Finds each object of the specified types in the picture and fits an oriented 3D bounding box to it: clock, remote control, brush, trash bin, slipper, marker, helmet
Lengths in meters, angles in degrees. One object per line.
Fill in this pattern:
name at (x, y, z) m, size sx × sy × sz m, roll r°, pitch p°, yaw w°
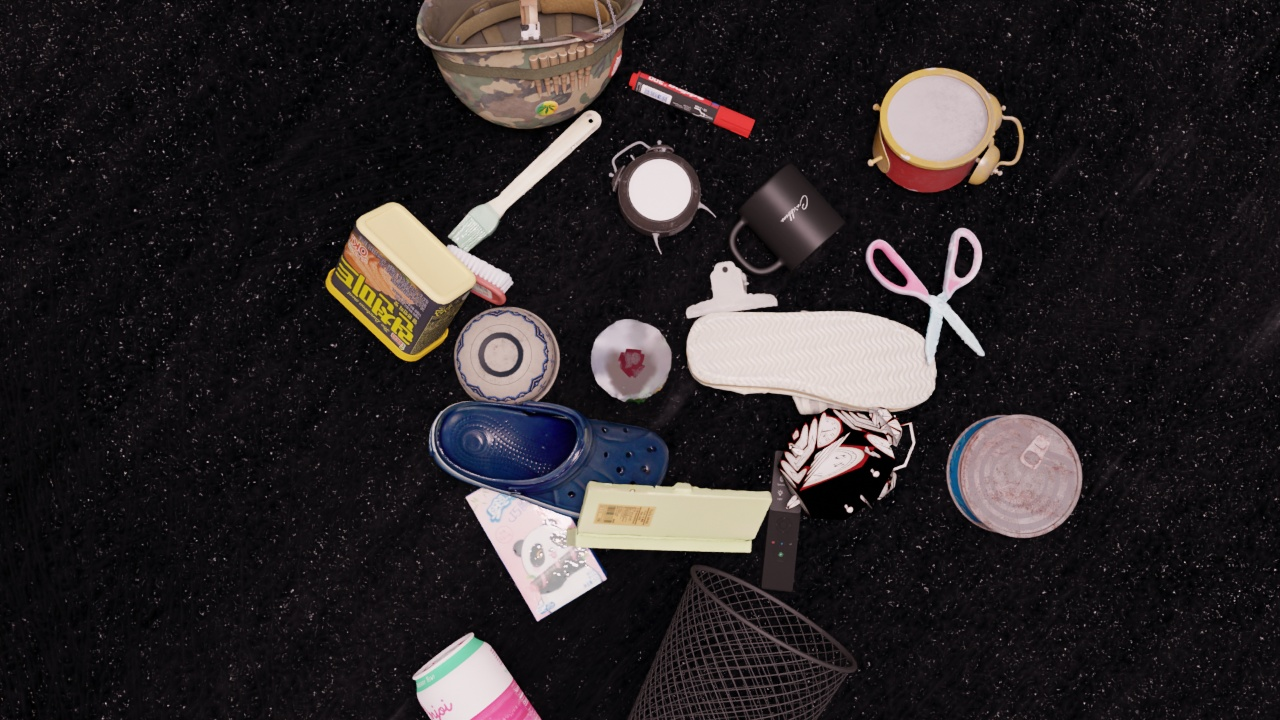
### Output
clock at (0.226, 0.108, 0.957) m, size 0.154 × 0.065 × 0.115 m, roll -13°, pitch 122°, yaw -17°
remote control at (0.155, 0.174, 0.998) m, size 0.034 × 0.013 × 0.150 m, roll 7°, pitch 86°, yaw -1°
clock at (0.331, -0.241, 0.995) m, size 0.159 × 0.081 × 0.117 m, roll 7°, pitch 75°, yaw 8°
brush at (-0.218, -0.112, 1.000) m, size 0.172 × 0.041 × 0.030 m, roll 27°, pitch 68°, yaw 3°
brush at (-0.125, -0.201, 1.018) m, size 0.217 × 0.012 × 0.033 m, roll -44°, pitch 88°, yaw -5°
trash bin at (0.080, 0.343, 0.910) m, size 0.184 × 0.184 × 0.210 m, roll 29°, pitch 91°, yaw 1°
slipper at (0.182, 0.000, 0.991) m, size 0.272 × 0.054 × 0.114 m, roll 7°, pitch 82°, yaw -5°
slipper at (-0.087, 0.098, 0.933) m, size 0.252 × 0.095 × 0.105 m, roll 11°, pitch 67°, yaw -15°
clock at (0.017, -0.187, 1.004) m, size 0.091 × 0.044 × 0.123 m, roll -34°, pitch 88°, yaw -3°
marker at (0.057, -0.286, 1.022) m, size 0.145 × 0.023 × 0.021 m, roll 23°, pitch 93°, yaw 0°
helmet at (-0.109, -0.352, 0.919) m, size 0.224 × 0.236 × 0.192 m, roll -19°, pitch 53°, yaw 7°

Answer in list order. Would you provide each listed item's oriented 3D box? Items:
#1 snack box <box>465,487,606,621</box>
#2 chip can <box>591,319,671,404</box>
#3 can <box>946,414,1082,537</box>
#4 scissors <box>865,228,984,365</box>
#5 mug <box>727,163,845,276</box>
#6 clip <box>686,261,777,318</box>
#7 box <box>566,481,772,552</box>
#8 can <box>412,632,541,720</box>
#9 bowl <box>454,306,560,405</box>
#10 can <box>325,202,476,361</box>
snack box at (-0.110, 0.188, 0.981) m, size 0.088 × 0.033 × 0.154 m, roll -31°, pitch 87°, yaw -5°
chip can at (-0.007, 0.005, 0.900) m, size 0.075 × 0.223 × 0.075 m, roll 0°, pitch 88°, yaw 1°
can at (0.403, 0.124, 0.992) m, size 0.130 × 0.044 × 0.130 m, roll 0°, pitch 86°, yaw -1°
scissors at (0.330, -0.081, 1.003) m, size 0.167 × 0.014 × 0.170 m, roll -37°, pitch 80°, yaw -17°
mug at (0.149, -0.142, 0.988) m, size 0.113 × 0.078 × 0.088 m, roll -42°, pitch 88°, yaw 0°
clip at (0.098, -0.078, 1.002) m, size 0.102 × 0.040 × 0.054 m, roll -7°, pitch 83°, yaw 18°
box at (0.026, 0.168, 0.925) m, size 0.187 × 0.141 × 0.048 m, roll 6°, pitch 55°, yaw -14°
can at (-0.156, 0.370, 0.940) m, size 0.088 × 0.088 × 0.166 m, roll -35°, pitch 88°, yaw -4°
bowl at (-0.146, -0.004, 0.980) m, size 0.115 × 0.059 × 0.115 m, roll 0°, pitch 86°, yaw -1°
can at (-0.247, -0.082, 0.952) m, size 0.131 × 0.072 × 0.101 m, roll 43°, pitch 131°, yaw 2°
